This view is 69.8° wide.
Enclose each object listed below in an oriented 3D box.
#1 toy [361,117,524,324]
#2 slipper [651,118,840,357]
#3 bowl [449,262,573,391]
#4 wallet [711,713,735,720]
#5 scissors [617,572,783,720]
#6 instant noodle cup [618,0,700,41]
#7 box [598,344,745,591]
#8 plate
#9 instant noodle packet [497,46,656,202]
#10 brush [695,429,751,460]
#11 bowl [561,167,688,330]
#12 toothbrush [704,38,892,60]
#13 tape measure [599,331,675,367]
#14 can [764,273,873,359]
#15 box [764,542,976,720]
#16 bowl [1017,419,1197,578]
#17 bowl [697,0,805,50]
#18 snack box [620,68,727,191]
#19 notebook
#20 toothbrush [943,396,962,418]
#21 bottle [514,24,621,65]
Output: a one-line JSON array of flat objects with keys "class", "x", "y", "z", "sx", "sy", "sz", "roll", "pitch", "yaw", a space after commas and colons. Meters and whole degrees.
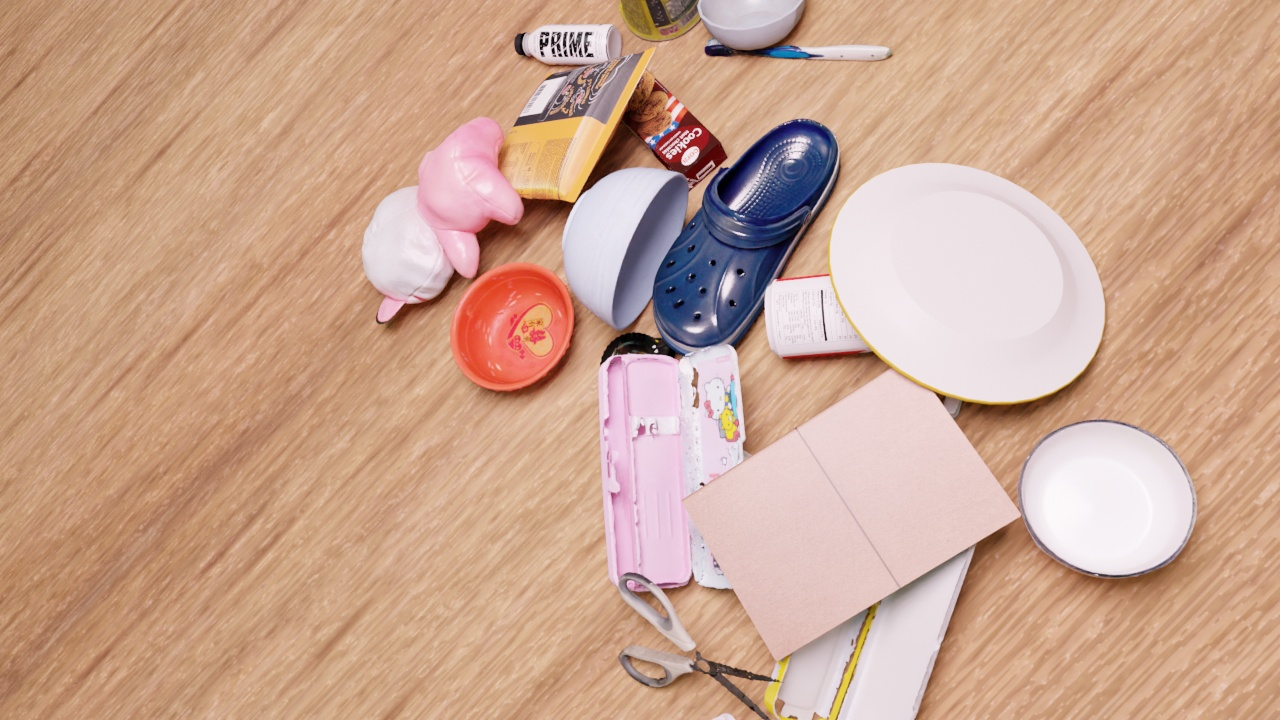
[{"class": "toy", "x": -0.209, "y": -0.140, "z": 0.922, "sx": 0.214, "sy": 0.084, "sz": 0.141, "roll": -37, "pitch": 59, "yaw": 33}, {"class": "slipper", "x": 0.089, "y": -0.123, "z": 0.825, "sx": 0.105, "sy": 0.095, "sz": 0.252, "roll": 31, "pitch": 79, "yaw": 22}, {"class": "bowl", "x": -0.118, "y": -0.028, "z": 0.896, "sx": 0.131, "sy": 0.045, "sz": 0.130, "roll": -6, "pitch": 72, "yaw": 18}, {"class": "wallet", "x": 0.074, "y": 0.346, "z": 0.723, "sx": 0.086, "sy": 0.032, "sz": 0.116, "roll": -41, "pitch": 67, "yaw": 15}, {"class": "scissors", "x": 0.035, "y": 0.234, "z": 0.733, "sx": 0.157, "sy": 0.012, "sz": 0.170, "roll": 54, "pitch": 135, "yaw": 1}, {"class": "instant noodle cup", "x": 0.011, "y": -0.396, "z": 0.931, "sx": 0.102, "sy": 0.108, "sz": 0.102, "roll": -5, "pitch": 74, "yaw": 17}, {"class": "box", "x": 0.029, "y": 0.089, "z": 0.762, "sx": 0.100, "sy": 0.103, "sz": 0.201, "roll": 1, "pitch": 81, "yaw": -24}, {"class": "plate", "x": 0.264, "y": -0.072, "z": 0.733, "sx": 0.229, "sy": 0.021, "sz": 0.229, "roll": 3, "pitch": 62, "yaw": -6}, {"class": "instant noodle packet", "x": -0.080, "y": -0.225, "z": 0.902, "sx": 0.221, "sy": 0.032, "sz": 0.159, "roll": 16, "pitch": 77, "yaw": 57}, {"class": "brush", "x": 0.131, "y": 0.113, "z": 0.784, "sx": 0.218, "sy": 0.012, "sz": 0.033, "roll": 28, "pitch": 84, "yaw": 25}, {"class": "bowl", "x": -0.022, "y": -0.110, "z": 0.823, "sx": 0.075, "sy": 0.150, "sz": 0.150, "roll": 25, "pitch": 83, "yaw": 13}, {"class": "toothbrush", "x": 0.153, "y": -0.308, "z": 0.906, "sx": 0.189, "sy": 0.016, "sz": 0.017, "roll": 9, "pitch": 67, "yaw": 22}, {"class": "tape measure", "x": -0.005, "y": 0.005, "z": 0.850, "sx": 0.063, "sy": 0.038, "sz": 0.067, "roll": 14, "pitch": 79, "yaw": 23}, {"class": "can", "x": 0.177, "y": -0.041, "z": 0.783, "sx": 0.132, "sy": 0.070, "sz": 0.070, "roll": -5, "pitch": 72, "yaw": 18}, {"class": "box", "x": 0.176, "y": 0.192, "z": 0.696, "sx": 0.080, "sy": 0.084, "sz": 0.210, "roll": 12, "pitch": 80, "yaw": 67}, {"class": "bowl", "x": 0.341, "y": 0.106, "z": 0.682, "sx": 0.116, "sy": 0.065, "sz": 0.116, "roll": -6, "pitch": 72, "yaw": 18}, {"class": "bowl", "x": 0.112, "y": -0.343, "z": 0.908, "sx": 0.106, "sy": 0.039, "sz": 0.106, "roll": -8, "pitch": 52, "yaw": 10}, {"class": "snack box", "x": 0.022, "y": -0.237, "z": 0.919, "sx": 0.051, "sy": 0.032, "sz": 0.141, "roll": -41, "pitch": 65, "yaw": 3}, {"class": "notebook", "x": 0.154, "y": 0.112, "z": 0.699, "sx": 0.209, "sy": 0.008, "sz": 0.141, "roll": -33, "pitch": 72, "yaw": 7}, {"class": "toothbrush", "x": 0.286, "y": -0.036, "z": 0.774, "sx": 0.016, "sy": 0.016, "sz": 0.180, "roll": 16, "pitch": 78, "yaw": 24}, {"class": "bottle", "x": -0.080, "y": -0.338, "z": 0.982, "sx": 0.116, "sy": 0.041, "sz": 0.041, "roll": 8, "pitch": 76, "yaw": 21}]
